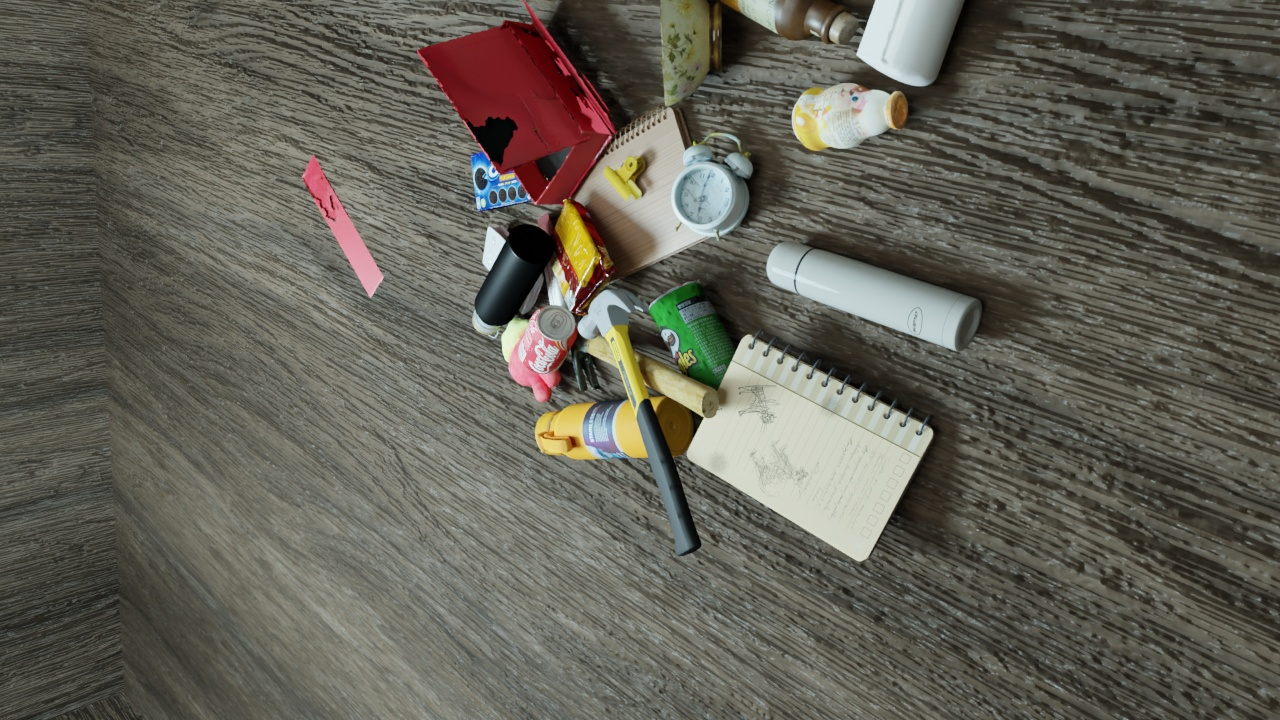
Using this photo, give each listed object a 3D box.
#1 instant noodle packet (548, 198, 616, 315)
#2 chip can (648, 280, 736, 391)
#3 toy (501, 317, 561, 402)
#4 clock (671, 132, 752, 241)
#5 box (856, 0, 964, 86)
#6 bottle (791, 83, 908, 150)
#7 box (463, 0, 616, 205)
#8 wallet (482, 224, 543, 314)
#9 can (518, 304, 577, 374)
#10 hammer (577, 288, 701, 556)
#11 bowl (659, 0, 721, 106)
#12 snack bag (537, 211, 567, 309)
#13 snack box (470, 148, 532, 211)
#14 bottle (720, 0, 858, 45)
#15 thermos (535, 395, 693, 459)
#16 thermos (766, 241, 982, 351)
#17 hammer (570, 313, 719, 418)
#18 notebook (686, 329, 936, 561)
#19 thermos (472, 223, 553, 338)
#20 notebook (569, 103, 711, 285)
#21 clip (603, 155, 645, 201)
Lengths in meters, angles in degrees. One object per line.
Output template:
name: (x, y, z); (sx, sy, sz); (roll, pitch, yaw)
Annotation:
instant noodle packet: (-0.078, -0.130, 1.162); (0.135, 0.039, 0.099); (63, 143, 37)
chip can: (0.090, 0.020, 1.060); (0.076, 0.075, 0.223); (-38, 73, 41)
toy: (-0.157, -0.001, 1.305); (0.135, 0.045, 0.092); (56, 133, 27)
clock: (0.080, -0.195, 1.025); (0.083, 0.057, 0.117); (16, 98, 20)
box: (0.225, -0.326, 0.816); (0.083, 0.143, 0.138); (-124, 46, -56)
bottle: (0.205, -0.241, 0.901); (0.109, 0.063, 0.063); (8, 104, 44)
box: (-0.095, -0.407, 1.021); (0.215, 0.140, 0.513); (57, 147, 19)
wallet: (-0.182, -0.133, 1.315); (0.116, 0.032, 0.086); (51, 139, 20)
can: (-0.123, -0.028, 1.218); (0.064, 0.064, 0.105); (63, 154, 14)
hammer: (0.006, 0.063, 1.046); (0.127, 0.029, 0.323); (-48, 55, 52)
bowl: (0.057, -0.351, 0.997); (0.063, 0.145, 0.145); (-1, 100, 6)
snack bag: (-0.119, -0.121, 1.256); (0.057, 0.013, 0.158); (175, 85, -70)
snack box: (-0.180, -0.259, 1.285); (0.150, 0.027, 0.082); (-2, 98, 43)
bottle: (0.151, -0.363, 0.924); (0.157, 0.067, 0.068); (42, 124, 29)
thermos: (-0.047, 0.089, 1.189); (0.233, 0.091, 0.076); (-7, 74, 44)
thermos: (0.227, -0.070, 0.925); (0.224, 0.052, 0.052); (25, 115, 37)
hammer: (-0.007, 0.006, 1.112); (0.331, 0.033, 0.132); (28, 118, 57)
notebook: (0.174, 0.084, 0.968); (0.225, 0.024, 0.167); (29, 101, 21)
thermos: (-0.185, -0.097, 1.256); (0.061, 0.061, 0.232); (62, 146, 14)
notebook: (-0.010, -0.202, 1.141); (0.211, 0.022, 0.169); (-20, 86, 44)
clip: (-0.013, -0.226, 1.112); (0.050, 0.044, 0.054); (-40, 68, 5)
